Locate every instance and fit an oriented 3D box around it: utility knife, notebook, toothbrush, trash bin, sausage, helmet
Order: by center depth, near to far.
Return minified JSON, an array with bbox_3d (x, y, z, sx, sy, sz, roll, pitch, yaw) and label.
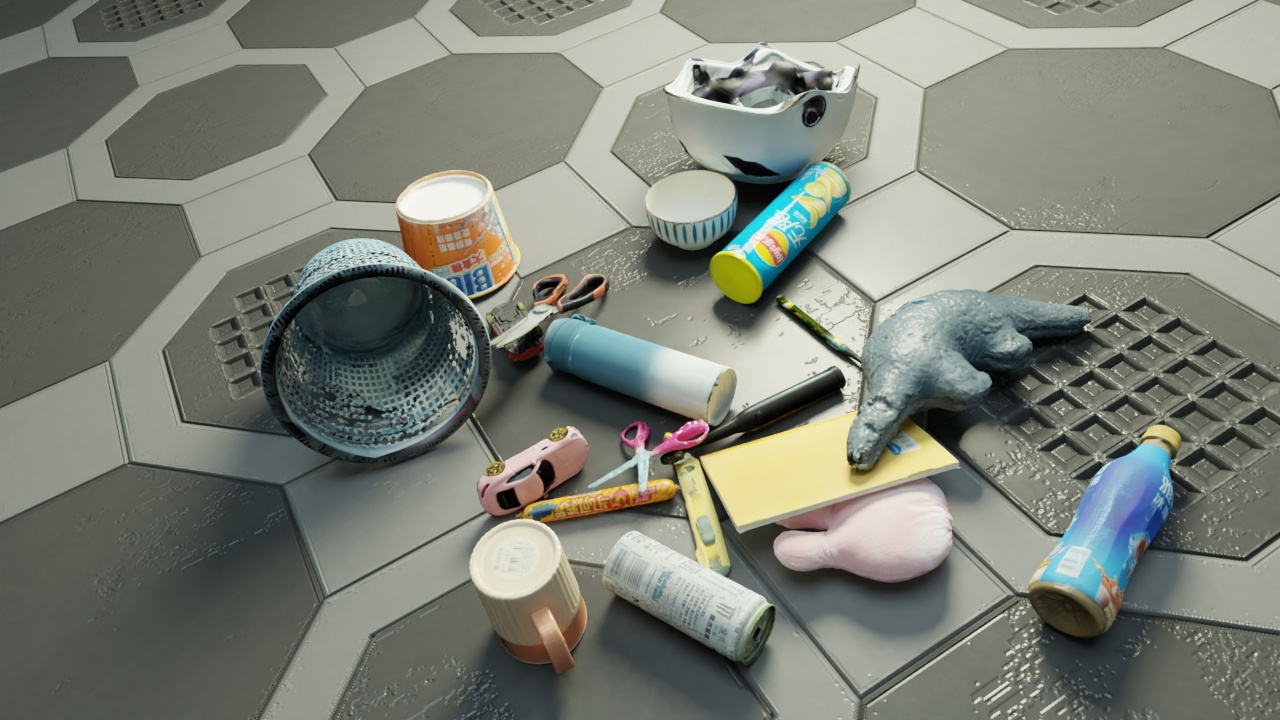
[{"bbox_3d":[0.170,0.095,0.866,0.206,0.010,0.145,-16,22,-5],"label":"notebook"},{"bbox_3d":[0.056,0.146,0.878,0.031,0.018,0.162,-11,40,-5],"label":"utility knife"},{"bbox_3d":[-0.041,0.138,0.897,0.165,0.021,0.021,-11,45,2],"label":"sausage"},{"bbox_3d":[0.115,0.059,0.935,0.212,0.026,0.027,-24,14,-15],"label":"toothbrush"},{"bbox_3d":[-0.294,-0.033,1.004,0.226,0.227,0.195,-22,33,-10],"label":"trash bin"},{"bbox_3d":[0.208,-0.021,1.009,0.017,0.012,0.186,-37,49,-9],"label":"toothbrush"},{"bbox_3d":[0.154,-0.310,1.202,0.257,0.146,0.229,-31,41,-33],"label":"helmet"}]

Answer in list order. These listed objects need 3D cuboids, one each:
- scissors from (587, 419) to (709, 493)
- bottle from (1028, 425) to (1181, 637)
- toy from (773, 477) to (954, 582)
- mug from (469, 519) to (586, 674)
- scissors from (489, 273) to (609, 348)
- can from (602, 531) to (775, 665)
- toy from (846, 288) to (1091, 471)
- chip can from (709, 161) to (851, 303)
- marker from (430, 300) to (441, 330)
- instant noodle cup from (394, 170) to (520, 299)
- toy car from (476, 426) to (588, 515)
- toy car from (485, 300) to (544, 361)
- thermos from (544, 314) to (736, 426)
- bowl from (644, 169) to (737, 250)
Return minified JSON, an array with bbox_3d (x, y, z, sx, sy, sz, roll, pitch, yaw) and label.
[{"bbox_3d":[0.004,0.091,0.915,0.133,0.017,0.135,-29,26,-7],"label":"scissors"},{"bbox_3d":[0.404,0.135,0.778,0.065,0.065,0.218,26,55,32],"label":"bottle"},{"bbox_3d":[0.195,0.145,0.817,0.159,0.054,0.121,-4,37,6],"label":"toy"},{"bbox_3d":[-0.089,0.207,0.778,0.081,0.106,0.114,-24,46,-12],"label":"mug"},{"bbox_3d":[-0.119,-0.062,1.068,0.206,0.015,0.193,-15,28,-22],"label":"scissors"},{"bbox_3d":[0.040,0.202,0.791,0.147,0.058,0.058,22,54,29],"label":"can"},{"bbox_3d":[0.301,-0.004,0.913,0.355,0.092,0.138,-28,51,-29],"label":"toy"},{"bbox_3d":[0.172,-0.158,1.109,0.071,0.071,0.209,25,56,31],"label":"chip can"},{"bbox_3d":[-0.246,-0.035,1.117,0.018,0.015,0.124,-17,42,-4],"label":"marker"},{"bbox_3d":[-0.237,-0.163,1.165,0.151,0.112,0.151,-5,42,4],"label":"instant noodle cup"},{"bbox_3d":[-0.104,0.112,0.912,0.122,0.056,0.037,-29,44,-17],"label":"toy car"},{"bbox_3d":[-0.148,-0.036,1.084,0.049,0.031,0.106,-25,41,-14],"label":"toy car"},{"bbox_3d":[-0.006,0.006,0.989,0.221,0.070,0.070,19,53,27],"label":"thermos"},{"bbox_3d":[0.066,-0.182,1.159,0.116,0.066,0.116,-6,44,5],"label":"bowl"}]
